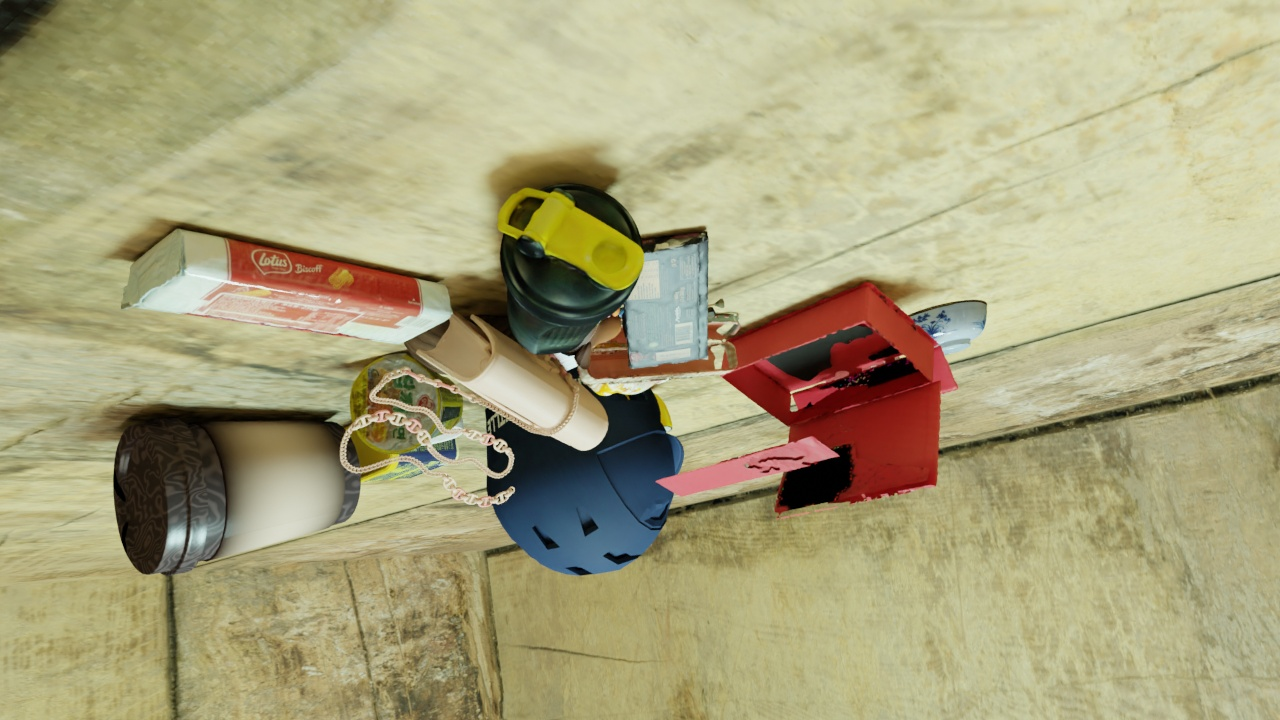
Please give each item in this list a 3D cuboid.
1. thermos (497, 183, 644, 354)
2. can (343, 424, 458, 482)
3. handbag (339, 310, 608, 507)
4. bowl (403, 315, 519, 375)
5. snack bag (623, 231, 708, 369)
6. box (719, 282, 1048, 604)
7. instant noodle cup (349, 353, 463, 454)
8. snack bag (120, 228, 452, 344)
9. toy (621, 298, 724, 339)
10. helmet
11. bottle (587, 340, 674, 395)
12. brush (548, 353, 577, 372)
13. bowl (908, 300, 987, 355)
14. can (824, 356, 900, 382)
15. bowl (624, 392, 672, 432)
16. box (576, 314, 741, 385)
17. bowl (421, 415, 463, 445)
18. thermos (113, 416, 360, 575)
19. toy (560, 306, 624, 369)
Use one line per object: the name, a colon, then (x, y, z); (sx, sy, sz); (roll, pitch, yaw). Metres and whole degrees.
thermos: (-0.060, -0.058, 0.681); (0.098, 0.098, 0.221); (-7, 171, -12)
can: (-0.319, 0.114, 1.201); (0.136, 0.075, 0.104); (-22, 164, 41)
handbag: (-0.134, 0.073, 0.832); (0.198, 0.187, 0.117); (36, 178, -42)
bowl: (-0.169, -0.009, 0.900); (0.119, 0.032, 0.119); (-9, 166, -2)
snack bag: (0.022, -0.047, 0.789); (0.074, 0.018, 0.155); (-8, 140, -4)
box: (0.283, 0.102, 1.065); (0.212, 0.410, 0.107); (-22, -161, 43)
instant noodle cup: (-0.238, 0.046, 0.968); (0.102, 0.102, 0.108); (-12, 175, 9)
snack bag: (-0.251, -0.049, 0.682); (0.078, 0.041, 0.224); (-20, 161, 35)
toy: (0.033, -0.040, 0.862); (0.100, 0.062, 0.076); (-11, 178, -18)
helmet: (-0.060, 0.151, 1.114); (0.233, 0.222, 0.272); (-26, 152, 18)
bottle: (-0.006, 0.006, 1.003); (0.109, 0.063, 0.063); (-1, 163, -25)
brush: (-0.089, -0.022, 0.905); (0.030, 0.041, 0.172); (-28, 163, 1)
bowl: (0.378, -0.034, 1.142); (0.114, 0.045, 0.114); (-9, 166, -2)
can: (0.301, 0.011, 1.251); (0.097, 0.054, 0.054); (-19, 163, 33)
bowl: (-0.019, 0.071, 1.238); (0.117, 0.067, 0.117); (-9, 166, -2)
box: (0.024, -0.012, 0.960); (0.186, 0.054, 0.079); (-4, 120, -27)
bowl: (-0.266, 0.067, 1.092); (0.105, 0.054, 0.105); (-11, 167, -3)
thermos: (-0.457, 0.144, 1.058); (0.173, 0.172, 0.225); (-22, 167, 41)
toy: (-0.039, -0.044, 0.854); (0.103, 0.070, 0.090); (-45, 163, 28)
